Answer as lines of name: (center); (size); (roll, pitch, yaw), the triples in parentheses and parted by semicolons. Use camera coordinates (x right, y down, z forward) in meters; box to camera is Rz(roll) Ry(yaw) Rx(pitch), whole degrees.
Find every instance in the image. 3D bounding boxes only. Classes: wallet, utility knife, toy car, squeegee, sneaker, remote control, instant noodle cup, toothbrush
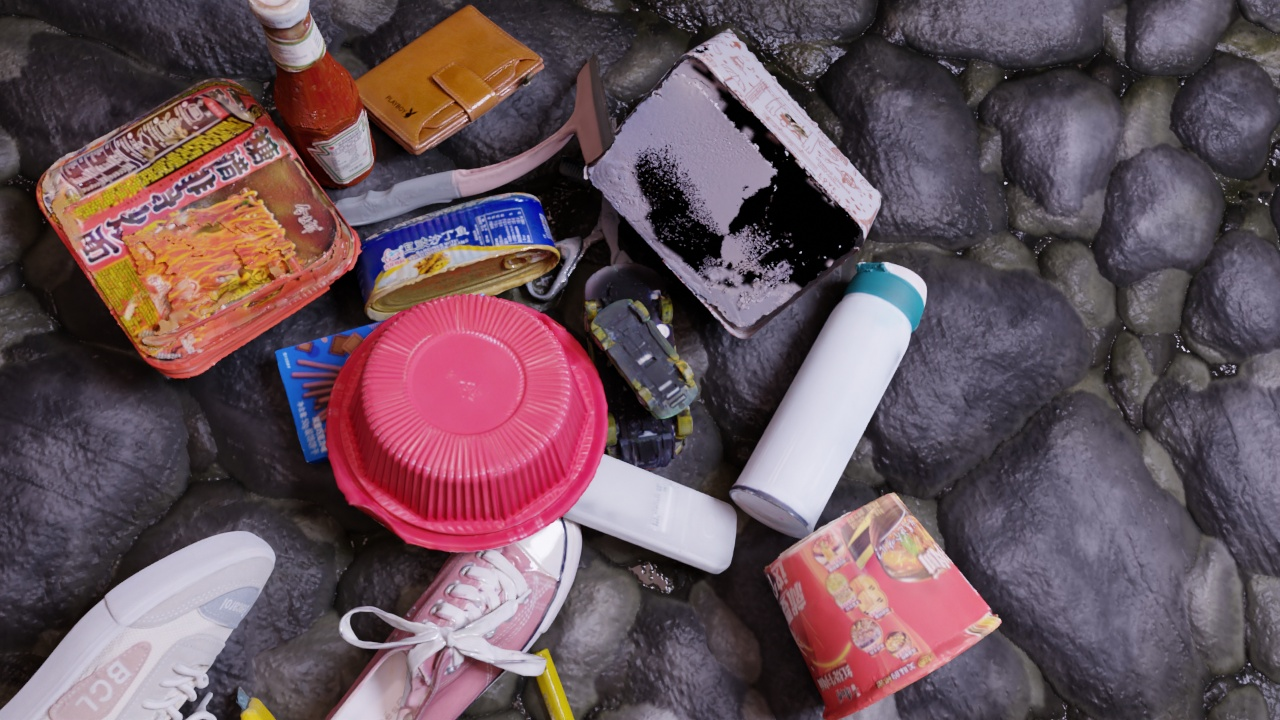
wallet: (-0.152, -0.220, 0.732); (0.130, 0.035, 0.119); (-41, 59, -17)
utility knife: (-0.214, 0.277, 0.596); (0.015, 0.033, 0.164); (-43, 80, -12)
toy car: (-0.004, 0.004, 0.693); (0.070, 0.042, 0.158); (-6, 83, -11)
squeegee: (-0.134, -0.143, 0.697); (0.250, 0.247, 0.040); (-20, 121, 7)
sneaker: (-0.122, 0.181, 0.602); (0.118, 0.088, 0.240); (40, 69, 4)
remote control: (0.006, 0.108, 0.662); (0.136, 0.020, 0.055); (23, 50, -13)
instant noodle cup: (-0.307, -0.090, 0.660); (0.164, 0.079, 0.189); (-35, 80, -14)
toothbrush: (-0.036, 0.290, 0.623); (0.015, 0.017, 0.190); (-19, 78, -14)
instant noodle cup: (0.156, 0.165, 0.631); (0.137, 0.138, 0.108); (-26, 71, -14)
sneaker: (-0.315, 0.214, 0.565); (0.091, 0.089, 0.242); (40, 76, 20)
toy car: (0.001, 0.000, 0.655); (0.043, 0.036, 0.091); (-35, 89, -12)
instant noodle cup: (-0.115, 0.027, 0.613); (0.194, 0.066, 0.193); (3, 65, -7)
toothbrush: (0.015, -0.117, 0.748); (0.189, 0.014, 0.016); (29, 80, 1)

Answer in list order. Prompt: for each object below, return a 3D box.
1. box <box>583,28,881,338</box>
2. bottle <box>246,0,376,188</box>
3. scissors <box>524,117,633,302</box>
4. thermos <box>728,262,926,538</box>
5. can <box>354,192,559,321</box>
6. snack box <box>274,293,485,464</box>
box: (0.081, -0.137, 0.701); (0.182, 0.154, 0.180); (46, 38, -5)
bottle: (-0.226, -0.188, 0.633); (0.059, 0.206, 0.059); (2, 74, -6)
scissors: (-0.026, -0.105, 0.730); (0.175, 0.014, 0.159); (-29, 85, -8)
thermos: (0.151, 0.024, 0.701); (0.073, 0.073, 0.223); (32, 72, 2)
can: (-0.137, -0.076, 0.681); (0.148, 0.075, 0.049); (-18, 76, -3)
snack box: (-0.177, 0.012, 0.674); (0.157, 0.026, 0.084); (-17, 82, -12)
